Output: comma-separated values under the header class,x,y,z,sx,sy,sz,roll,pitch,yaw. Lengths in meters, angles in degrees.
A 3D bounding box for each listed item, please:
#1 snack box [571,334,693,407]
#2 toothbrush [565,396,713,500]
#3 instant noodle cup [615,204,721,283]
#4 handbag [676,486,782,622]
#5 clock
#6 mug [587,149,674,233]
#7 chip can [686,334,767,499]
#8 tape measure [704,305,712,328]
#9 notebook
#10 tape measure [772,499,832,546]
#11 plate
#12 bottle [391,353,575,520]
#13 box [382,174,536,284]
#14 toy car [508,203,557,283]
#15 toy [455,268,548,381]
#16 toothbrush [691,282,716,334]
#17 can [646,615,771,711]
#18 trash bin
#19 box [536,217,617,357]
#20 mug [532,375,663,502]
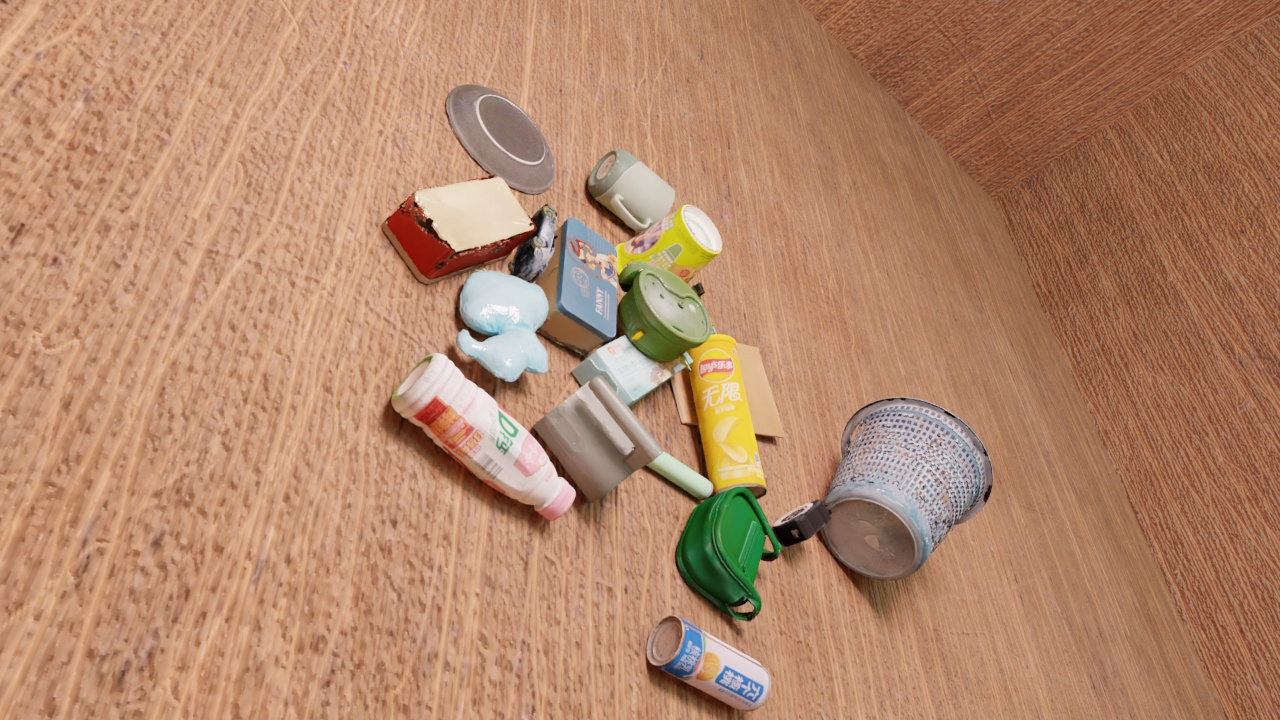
class,x,y,z,sx,sy,sz,roll,pitch,yaw
snack box,-0.007,0.007,1.126,0.074,0.052,0.174,54,32,3
toothbrush,0.000,0.103,1.070,0.224,0.026,0.027,35,7,-27
instant noodle cup,0.044,-0.149,1.269,0.111,0.124,0.111,33,38,-31
handbag,0.108,0.219,1.061,0.120,0.068,0.131,48,33,-12
clock,0.026,-0.066,1.139,0.116,0.056,0.161,29,37,-29
mug,-0.016,-0.235,1.314,0.106,0.082,0.111,35,40,-30
chip can,0.107,0.074,1.175,0.072,0.072,0.213,20,52,-42
tape measure,0.080,-0.062,1.324,0.060,0.029,0.057,34,37,-29
notebook,0.115,0.031,1.281,0.211,0.012,0.149,12,55,-42
tape measure,0.207,0.214,1.195,0.065,0.066,0.033,-26,85,-41
plate,-0.178,-0.302,1.222,0.179,0.024,0.179,33,37,-30
bottle,-0.143,0.078,0.874,0.197,0.068,0.068,44,33,-21
box,-0.192,-0.154,1.015,0.091,0.077,0.167,55,32,1
toy car,-0.125,-0.142,1.111,0.036,0.054,0.120,33,36,-25
toy,-0.148,-0.045,0.993,0.161,0.050,0.156,-16,64,-51
toothbrush,0.111,-0.036,1.351,0.012,0.017,0.185,14,49,-49
can,0.072,0.312,0.940,0.134,0.053,0.053,36,37,-27
trash bin,0.356,0.194,1.296,0.226,0.227,0.194,53,45,-2
box,-0.078,-0.086,1.115,0.089,0.061,0.184,30,38,-32
mug,-0.041,0.077,0.953,0.103,0.124,0.083,51,50,0
